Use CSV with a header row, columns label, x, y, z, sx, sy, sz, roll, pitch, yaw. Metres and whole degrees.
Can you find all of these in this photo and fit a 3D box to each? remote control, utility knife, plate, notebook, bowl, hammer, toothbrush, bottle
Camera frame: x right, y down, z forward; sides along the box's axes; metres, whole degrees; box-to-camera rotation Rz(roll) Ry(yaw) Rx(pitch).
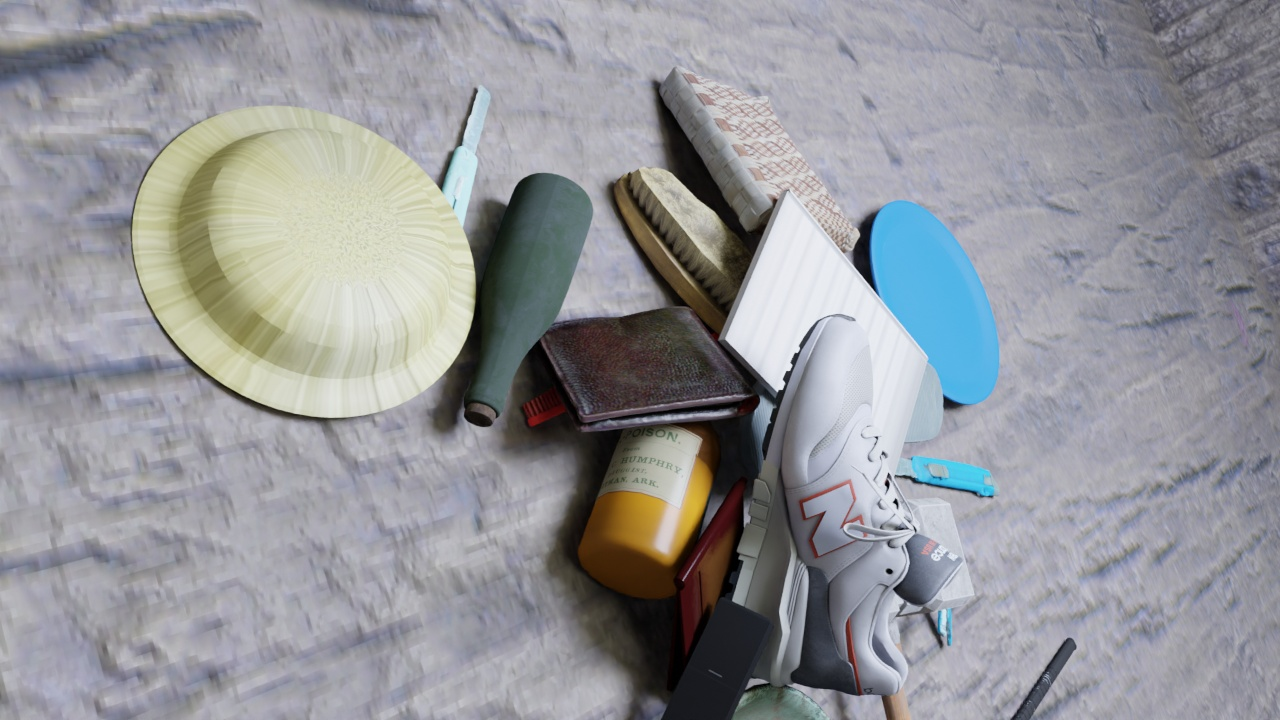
label,x,y,z,sx,sy,sz,roll,pitch,yaw
remote control,0.030,0.211,0.526,0.149,0.034,0.013,-61,151,-18
utility knife,0.279,0.107,0.863,0.221,0.015,0.031,11,59,-38
plate,0.299,-0.059,0.950,0.224,0.024,0.224,20,59,-36
notebook,0.148,-0.008,0.694,0.209,0.009,0.142,43,57,-29
bowl,0.076,0.285,0.569,0.157,0.039,0.157,20,59,-36
hammer,0.336,0.331,0.812,0.323,0.015,0.095,-20,85,-47
toothbrush,-0.004,0.004,0.644,0.211,0.012,0.018,-24,88,-46
utility knife,-0.117,-0.120,0.596,0.022,0.015,0.165,25,52,-26
hammer,0.185,0.263,0.650,0.162,0.083,0.317,5,68,-42
bottle,0.015,0.069,0.591,0.068,0.068,0.156,40,49,-23
plate,-0.165,-0.064,0.492,0.184,0.036,0.184,15,63,-32
bottle,-0.075,-0.037,0.566,0.055,0.055,0.173,34,52,-28

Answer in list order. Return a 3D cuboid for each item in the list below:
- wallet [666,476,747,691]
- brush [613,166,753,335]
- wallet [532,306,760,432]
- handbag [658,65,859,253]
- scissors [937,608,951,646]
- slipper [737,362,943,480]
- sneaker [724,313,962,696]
label,x,y,z,sx,sy,sz,roll,pitch,yaw
wallet,0.044,0.142,0.569,0.091,0.018,0.116,-48,147,-44
brush,0.055,-0.071,0.702,0.195,0.043,0.059,48,42,-6
wallet,0.001,0.006,0.582,0.119,0.031,0.099,-6,37,-24
handbag,0.097,-0.163,0.766,0.124,0.047,0.185,7,46,-42
scissors,0.256,0.175,0.772,0.133,0.011,0.140,-55,139,-54
slipper,0.155,0.037,0.736,0.268,0.055,0.098,-9,93,-42
sneaker,0.136,0.099,0.564,0.088,0.124,0.240,4,102,-63
